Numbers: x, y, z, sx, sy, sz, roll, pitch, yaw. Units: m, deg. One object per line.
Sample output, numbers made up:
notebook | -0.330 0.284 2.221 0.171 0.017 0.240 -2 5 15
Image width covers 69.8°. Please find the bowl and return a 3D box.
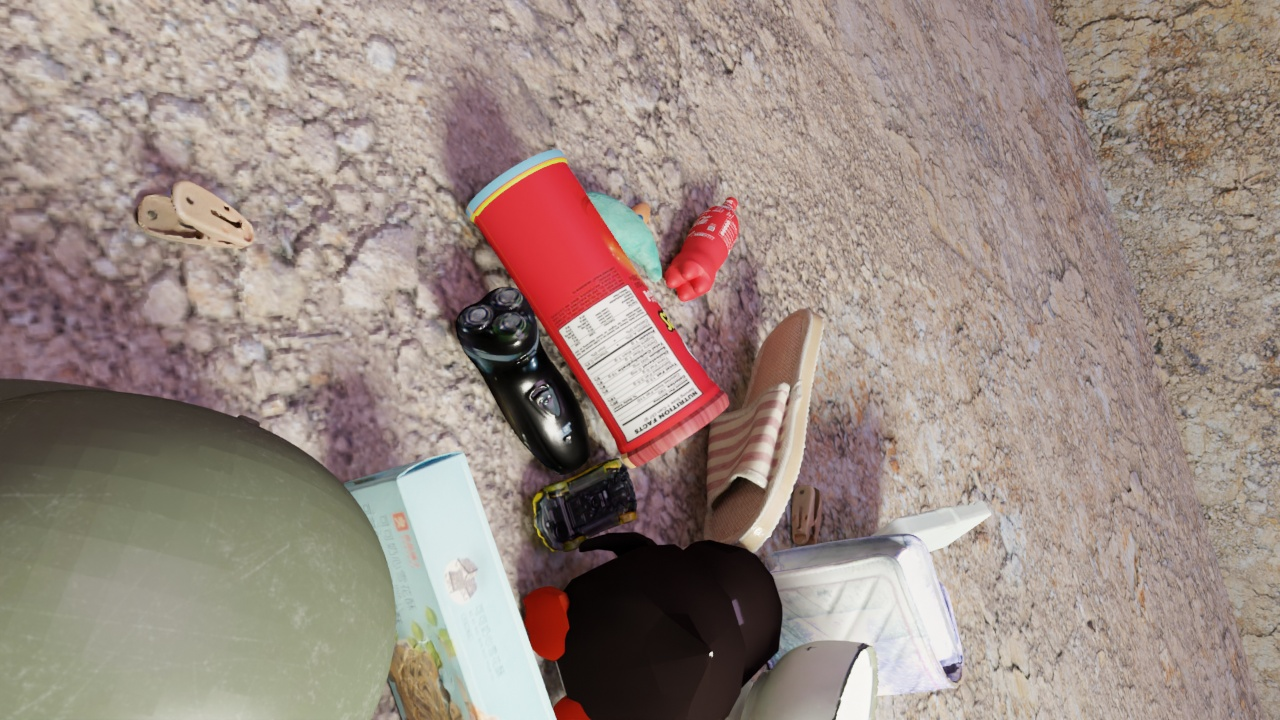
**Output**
bowl | 0.115 0.269 0.647 0.153 0.073 0.153 -22 116 -59

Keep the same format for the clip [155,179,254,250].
clip | -0.232 -0.076 0.495 0.049 0.061 0.026 7 69 -19

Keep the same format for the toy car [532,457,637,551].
toy car | -0.040 0.103 0.658 0.106 0.030 0.049 -14 89 -53

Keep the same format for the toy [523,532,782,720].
toy | 0.039 0.183 0.631 0.183 0.140 0.159 -8 77 -52

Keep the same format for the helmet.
helmet | -0.199 0.107 0.372 0.267 0.154 0.226 32 54 -38

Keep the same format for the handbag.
handbag | 0.175 0.217 0.766 0.069 0.159 0.126 -23 92 -53

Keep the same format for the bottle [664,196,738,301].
bottle | 0.063 -0.108 0.846 0.042 0.042 0.141 52 43 -23

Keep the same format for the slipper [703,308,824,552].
slipper | 0.101 0.049 0.786 0.052 0.115 0.262 33 50 -13

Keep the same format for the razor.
razor | -0.072 0.018 0.624 0.053 0.064 0.140 -36 113 -19

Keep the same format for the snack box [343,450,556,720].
snack box | -0.113 0.143 0.522 0.053 0.075 0.174 -22 94 -51

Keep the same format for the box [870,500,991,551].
box | 0.241 0.175 0.874 0.196 0.136 0.044 4 61 -48

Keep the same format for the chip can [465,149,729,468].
chip can | -0.030 -0.035 0.646 0.213 0.087 0.086 57 40 0

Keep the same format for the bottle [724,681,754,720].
bottle | 0.102 0.290 0.736 0.195 0.053 0.052 33 53 -38

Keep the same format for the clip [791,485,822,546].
clip | 0.161 0.152 0.880 0.049 0.026 0.060 57 43 -20

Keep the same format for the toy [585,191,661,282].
toy | -0.035 -0.094 0.725 0.105 0.033 0.085 -16 78 -36

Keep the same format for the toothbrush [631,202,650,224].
toothbrush | -0.019 -0.093 0.768 0.021 0.017 0.134 55 40 -26
